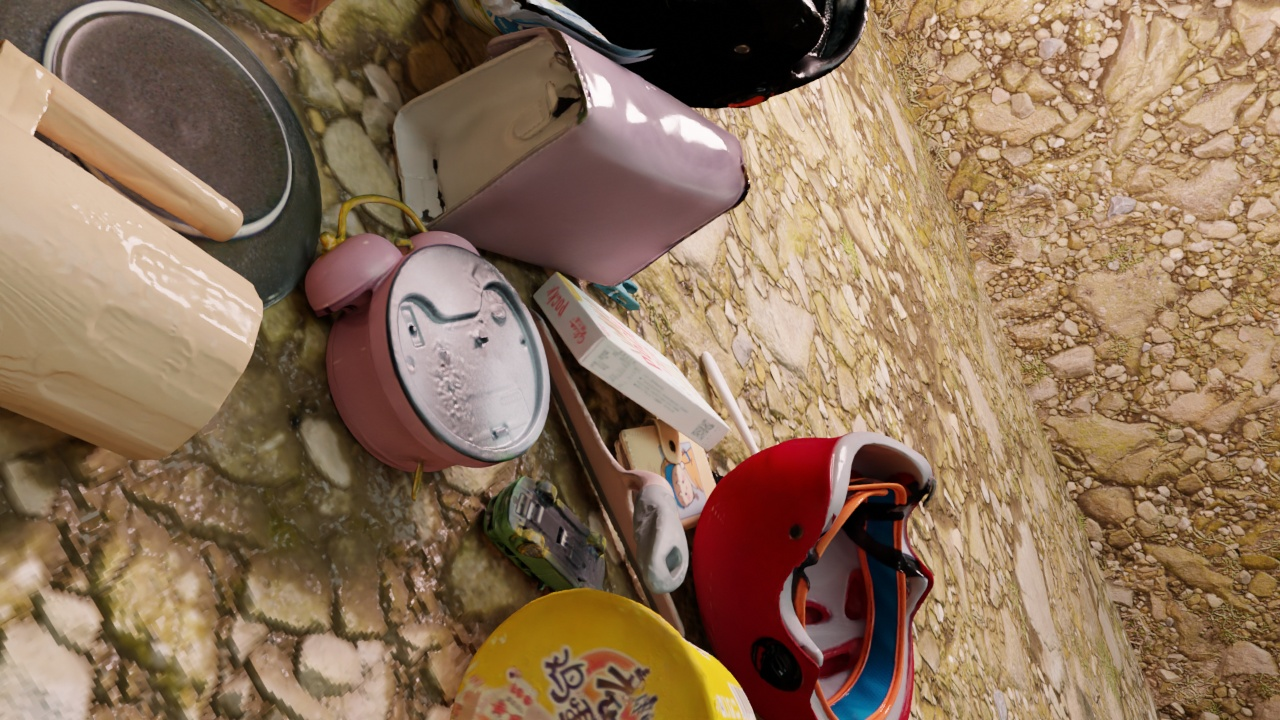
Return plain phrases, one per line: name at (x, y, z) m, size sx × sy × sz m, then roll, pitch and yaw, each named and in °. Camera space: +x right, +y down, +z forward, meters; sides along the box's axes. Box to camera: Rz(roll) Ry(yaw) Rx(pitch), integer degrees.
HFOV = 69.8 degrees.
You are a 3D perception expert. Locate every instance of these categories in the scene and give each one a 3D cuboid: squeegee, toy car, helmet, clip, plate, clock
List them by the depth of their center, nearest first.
plate at (-0.210, -0.104, 0.409) m, size 0.179 × 0.024 × 0.179 m, roll 38°, pitch 42°, yaw -44°
clock at (-0.113, -0.014, 0.482) m, size 0.117 × 0.060 × 0.158 m, roll -20°, pitch 91°, yaw -60°
squeegee at (0.001, 0.079, 0.495) m, size 0.249 × 0.040 × 0.247 m, roll -159°, pitch -135°, yaw -82°
toy car at (-0.052, 0.106, 0.528) m, size 0.091 × 0.036 × 0.043 m, roll 49°, pitch 33°, yaw -31°
helmet at (0.120, 0.168, 0.679) m, size 0.206 × 0.144 × 0.240 m, roll -11°, pitch 101°, yaw -51°
helmet at (0.049, -0.313, 0.712) m, size 0.274 × 0.231 × 0.233 m, roll 9°, pitch 76°, yaw -41°
clip at (-0.019, -0.059, 0.719) m, size 0.056 × 0.014 × 0.043 m, roll 36°, pitch 43°, yaw -48°

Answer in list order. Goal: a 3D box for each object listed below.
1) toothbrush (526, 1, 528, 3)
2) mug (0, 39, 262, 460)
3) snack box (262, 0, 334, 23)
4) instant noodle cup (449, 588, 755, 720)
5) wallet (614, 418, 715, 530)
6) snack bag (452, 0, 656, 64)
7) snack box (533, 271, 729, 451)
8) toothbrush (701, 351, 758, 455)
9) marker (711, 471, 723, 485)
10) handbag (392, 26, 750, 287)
toothbrush at (-0.077, -0.211, 0.719) m, size 0.017 × 0.014 × 0.189 m, roll 5°, pitch 67°, yaw -49°
mug at (-0.199, -0.037, 0.325) m, size 0.103 × 0.084 × 0.124 m, roll 41°, pitch 36°, yaw -44°
snack box at (-0.193, -0.253, 0.480) m, size 0.094 × 0.077 × 0.092 m, roll 16°, pitch 58°, yaw -55°
instant noodle cup at (-0.009, 0.190, 0.455) m, size 0.110 × 0.138 × 0.137 m, roll 41°, pitch 38°, yaw -58°
wallet at (0.020, 0.085, 0.684) m, size 0.115 × 0.024 × 0.087 m, roll -1°, pitch 78°, yaw -59°
snack bag at (-0.069, -0.220, 0.591) m, size 0.110 × 0.039 × 0.191 m, roll 25°, pitch 11°, yaw -27°
snack box at (-0.004, 0.004, 0.651) m, size 0.156 × 0.027 × 0.084 m, roll 38°, pitch 10°, yaw -44°
toothbrush at (0.091, 0.071, 0.797) m, size 0.016 × 0.016 × 0.180 m, roll 6°, pitch 55°, yaw -59°
marker at (0.093, 0.120, 0.786) m, size 0.132 × 0.020 × 0.022 m, roll 30°, pitch 27°, yaw -49°
handbag at (-0.036, -0.126, 0.588) m, size 0.196 × 0.145 × 0.098 m, roll 9°, pitch 67°, yaw -55°
